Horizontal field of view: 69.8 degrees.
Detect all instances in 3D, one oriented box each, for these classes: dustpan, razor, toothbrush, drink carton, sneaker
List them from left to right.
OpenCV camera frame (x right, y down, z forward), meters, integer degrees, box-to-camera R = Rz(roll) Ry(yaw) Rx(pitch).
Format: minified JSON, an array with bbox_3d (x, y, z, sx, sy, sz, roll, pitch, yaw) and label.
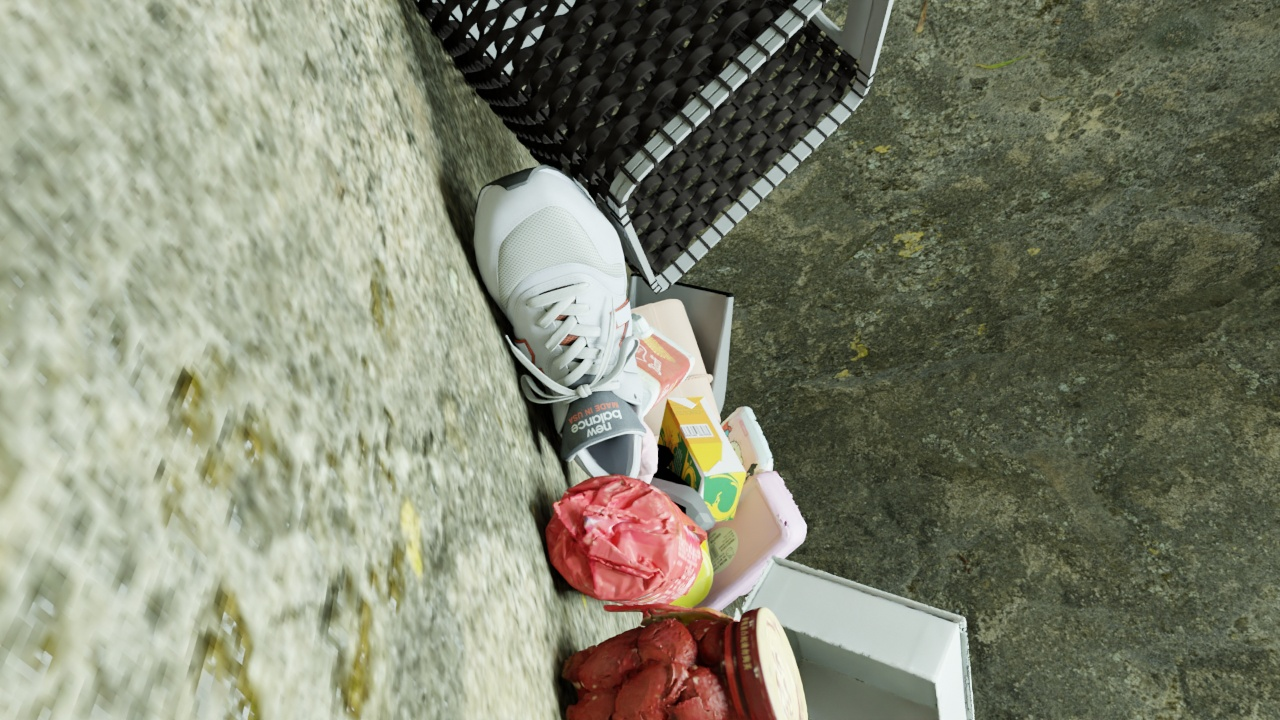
[{"bbox_3d":[-0.036,-0.001,0.590,0.240,0.089,0.124,72,-1,-52],"label":"sneaker"},{"bbox_3d":[-0.032,-0.040,0.731,0.017,0.012,0.187,66,-16,-20],"label":"toothbrush"},{"bbox_3d":[0.022,0.120,0.825,0.057,0.060,0.156,39,3,-24],"label":"razor"},{"bbox_3d":[0.031,0.035,1.100,0.163,0.033,0.258,17,-70,44],"label":"dustpan"},{"bbox_3d":[0.055,0.090,0.873,0.122,0.041,0.058,-116,-150,-51],"label":"drink carton"}]

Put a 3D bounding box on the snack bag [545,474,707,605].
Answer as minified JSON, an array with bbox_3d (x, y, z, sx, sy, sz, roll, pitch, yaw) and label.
[{"bbox_3d":[-0.002,0.116,0.576,0.176,0.082,0.082,60,13,-72],"label":"snack bag"}]

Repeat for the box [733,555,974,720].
[{"bbox_3d":[0.047,0.312,0.749,0.164,0.446,0.167,-118,-174,-51],"label":"box"}]

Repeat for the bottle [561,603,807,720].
[{"bbox_3d":[0.021,0.167,0.465,0.098,0.111,0.099,-20,90,-74],"label":"bottle"}]

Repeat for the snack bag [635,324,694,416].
[{"bbox_3d":[-0.005,0.005,0.824,0.077,0.041,0.225,33,12,6],"label":"snack bag"}]

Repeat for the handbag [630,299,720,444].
[{"bbox_3d":[0.010,0.009,0.972,0.187,0.116,0.198,61,11,-69],"label":"handbag"}]

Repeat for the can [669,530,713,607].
[{"bbox_3d":[0.030,0.178,0.836,0.105,0.068,0.067,-81,153,-83],"label":"can"}]

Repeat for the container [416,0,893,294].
[{"bbox_3d":[0.005,-0.240,0.673,0.243,0.245,0.247,46,-1,12],"label":"container"}]

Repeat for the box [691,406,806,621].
[{"bbox_3d":[0.072,0.157,0.906,0.202,0.041,0.153,-52,-128,40],"label":"box"}]

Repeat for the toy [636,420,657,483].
[{"bbox_3d":[-0.011,0.075,0.777,0.096,0.052,0.099,-11,-83,67],"label":"toy"}]
